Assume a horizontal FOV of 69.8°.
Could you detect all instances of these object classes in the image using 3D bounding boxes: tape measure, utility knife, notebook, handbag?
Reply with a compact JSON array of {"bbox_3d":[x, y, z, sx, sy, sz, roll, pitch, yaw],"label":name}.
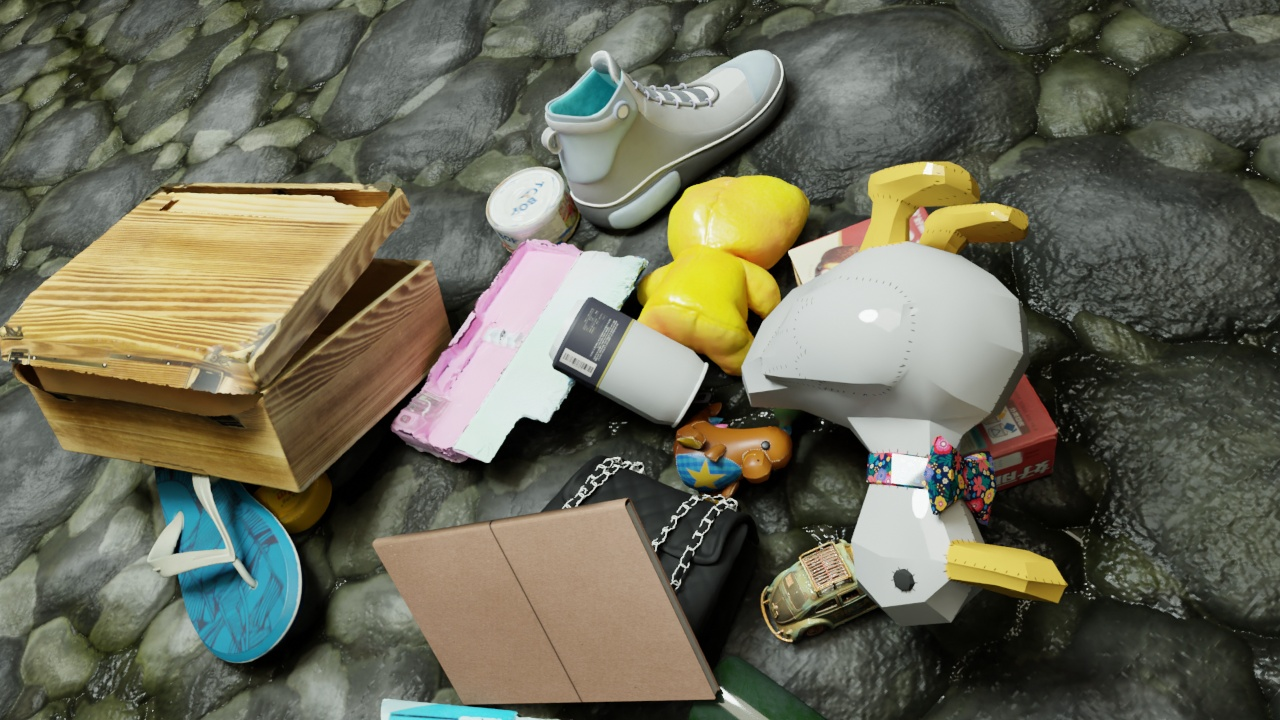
[{"bbox_3d":[-0.298,0.120,0.801,0.068,0.030,0.059,-40,51,-3],"label":"tape measure"},{"bbox_3d":[-0.107,0.253,0.649,0.169,0.015,0.022,-4,61,14],"label":"utility knife"},{"bbox_3d":[-0.067,0.163,0.592,0.210,0.141,0.008,-14,19,31],"label":"notebook"},{"bbox_3d":[-0.004,0.126,0.639,0.154,0.115,0.124,16,58,32],"label":"handbag"}]

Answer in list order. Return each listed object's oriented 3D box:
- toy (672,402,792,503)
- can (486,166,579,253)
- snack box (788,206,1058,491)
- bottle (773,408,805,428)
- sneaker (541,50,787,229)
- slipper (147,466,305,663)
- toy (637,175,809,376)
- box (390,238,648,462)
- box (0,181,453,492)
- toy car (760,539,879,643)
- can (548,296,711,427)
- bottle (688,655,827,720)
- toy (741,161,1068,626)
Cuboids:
[{"bbox_3d":[0.073,0.059,0.698,0.090,0.071,0.102,-10,30,22],"label":"toy"},{"bbox_3d":[-0.108,-0.149,0.916,0.086,0.043,0.086,-11,53,15],"label":"can"},{"bbox_3d":[0.203,-0.007,0.691,0.113,0.060,0.236,-21,52,7],"label":"snack box"},{"bbox_3d":[0.119,0.030,0.718,0.025,0.025,0.105,5,58,23],"label":"bottle"},{"bbox_3d":[0.025,-0.250,0.866,0.256,0.160,0.093,-40,53,-8],"label":"sneaker"},{"bbox_3d":[-0.375,0.140,0.780,0.118,0.060,0.295,-53,51,7],"label":"slipper"},{"bbox_3d":[0.058,-0.083,0.784,0.135,0.087,0.193,8,59,29],"label":"toy"},{"bbox_3d":[-0.100,-0.009,0.805,0.160,0.035,0.229,12,60,37],"label":"box"},{"bbox_3d":[-0.357,-0.030,0.791,0.280,0.176,0.246,6,35,22],"label":"box"},{"bbox_3d":[0.132,0.146,0.616,0.112,0.047,0.047,-25,48,1],"label":"toy car"},{"bbox_3d":[-0.004,0.004,0.719,0.127,0.064,0.064,28,65,-1],"label":"can"},{"bbox_3d":[0.112,0.247,0.547,0.174,0.055,0.055,28,69,32],"label":"bottle"},{"bbox_3d":[0.159,0.020,0.571,0.247,0.140,0.267,11,86,48],"label":"toy"}]
